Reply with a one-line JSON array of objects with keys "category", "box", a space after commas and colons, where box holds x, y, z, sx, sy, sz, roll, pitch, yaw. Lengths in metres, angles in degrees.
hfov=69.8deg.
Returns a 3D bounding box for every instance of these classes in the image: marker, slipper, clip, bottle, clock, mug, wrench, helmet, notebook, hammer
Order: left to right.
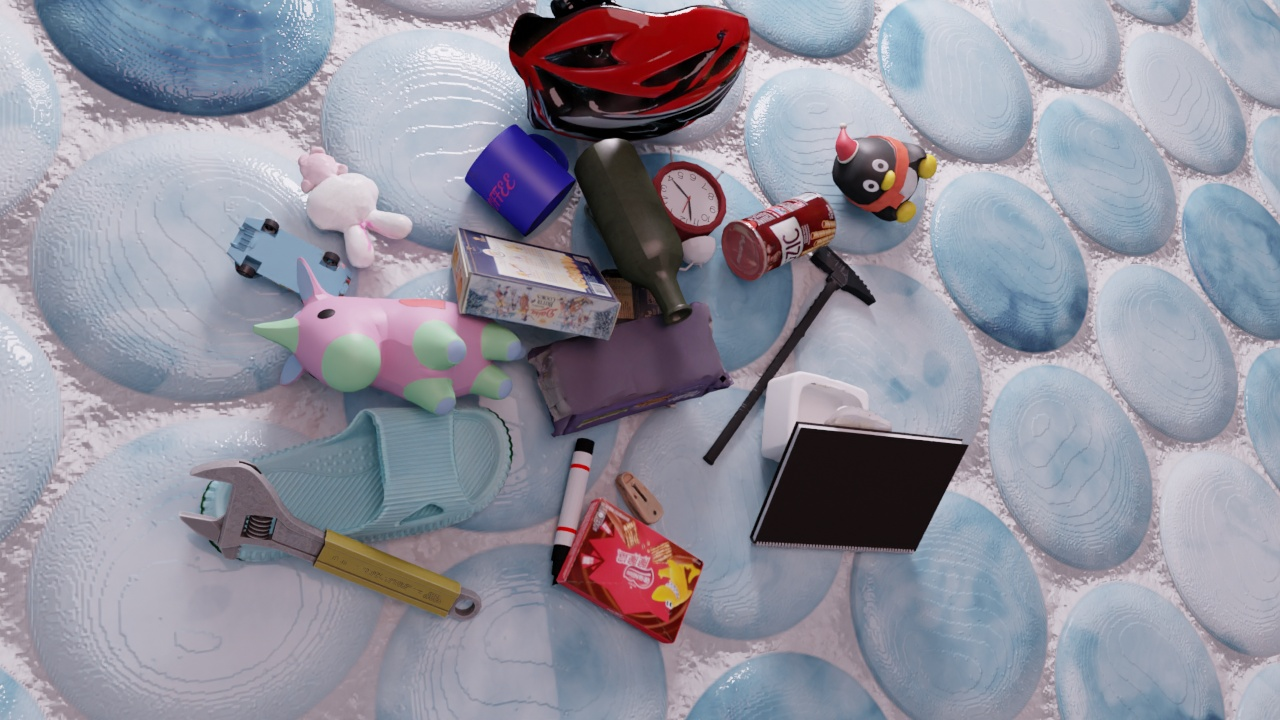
[{"category": "wrench", "box": [-0.250, 0.161, 0.771, 0.273, 0.018, 0.084, 29, 101, -26]}, {"category": "slipper", "box": [-0.238, 0.104, 0.808, 0.275, 0.070, 0.116, -12, 80, -26]}, {"category": "mug", "box": [-0.117, -0.196, 0.962, 0.083, 0.079, 0.111, 43, 49, -5]}, {"category": "marker", "box": [-0.068, 0.146, 0.892, 0.019, 0.019, 0.145, 18, 66, -17]}, {"category": "clip", "box": [-0.033, -0.144, 1.009, 0.047, 0.023, 0.076, -34, 89, -31]}, {"category": "helmet", "box": [-0.006, -0.323, 0.986, 0.271, 0.217, 0.167, -17, 113, -27]}, {"category": "bottle", "box": [-0.002, -0.130, 0.945, 0.071, 0.072, 0.206, -12, 65, -27]}, {"category": "clip", "box": [-0.001, 0.138, 0.919, 0.025, 0.047, 0.062, -33, 59, -30]}, {"category": "clock", "box": [0.046, -0.165, 1.035, 0.096, 0.048, 0.137, 20, 64, -16]}, {"category": "hammer", "box": [0.166, 0.001, 1.049, 0.095, 0.015, 0.324, 42, 62, -6]}, {"category": "notebook", "box": [0.230, 0.139, 0.968, 0.206, 0.149, 0.016, 7, 26, -21]}]

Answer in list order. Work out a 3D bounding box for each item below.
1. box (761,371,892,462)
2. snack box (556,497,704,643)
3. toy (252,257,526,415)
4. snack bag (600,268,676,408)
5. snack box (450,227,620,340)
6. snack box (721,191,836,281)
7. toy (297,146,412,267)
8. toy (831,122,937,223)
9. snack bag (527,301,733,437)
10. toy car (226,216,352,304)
[{"category": "box", "box": [0.208, 0.064, 0.972, 0.110, 0.130, 0.102, 15, 71, -21]}, {"category": "snack box", "box": [-0.007, 0.204, 0.886, 0.133, 0.021, 0.089, 35, 61, -19]}, {"category": "toy", "box": [-0.216, -0.015, 0.838, 0.171, 0.120, 0.221, 24, 19, 29]}, {"category": "snack bag", "box": [-0.003, -0.025, 0.982, 0.074, 0.018, 0.155, 3, 70, -23]}, {"category": "snack box", "box": [-0.106, -0.076, 0.892, 0.145, 0.144, 0.043, 10, 111, -19]}, {"category": "snack box", "box": [0.162, -0.146, 1.066, 0.121, 0.072, 0.072, -25, 83, -29]}, {"category": "toy", "box": [-0.286, -0.152, 0.893, 0.125, 0.037, 0.075, 47, 64, 1]}, {"category": "toy", "box": [0.286, -0.233, 1.133, 0.119, 0.098, 0.099, 9, 23, -32]}, {"category": "snack bag", "box": [-0.005, 0.005, 0.928, 0.205, 0.059, 0.096, -16, 79, -23]}, {"category": "toy car", "box": [-0.328, -0.087, 0.858, 0.107, 0.028, 0.060, 29, 63, -23]}]
